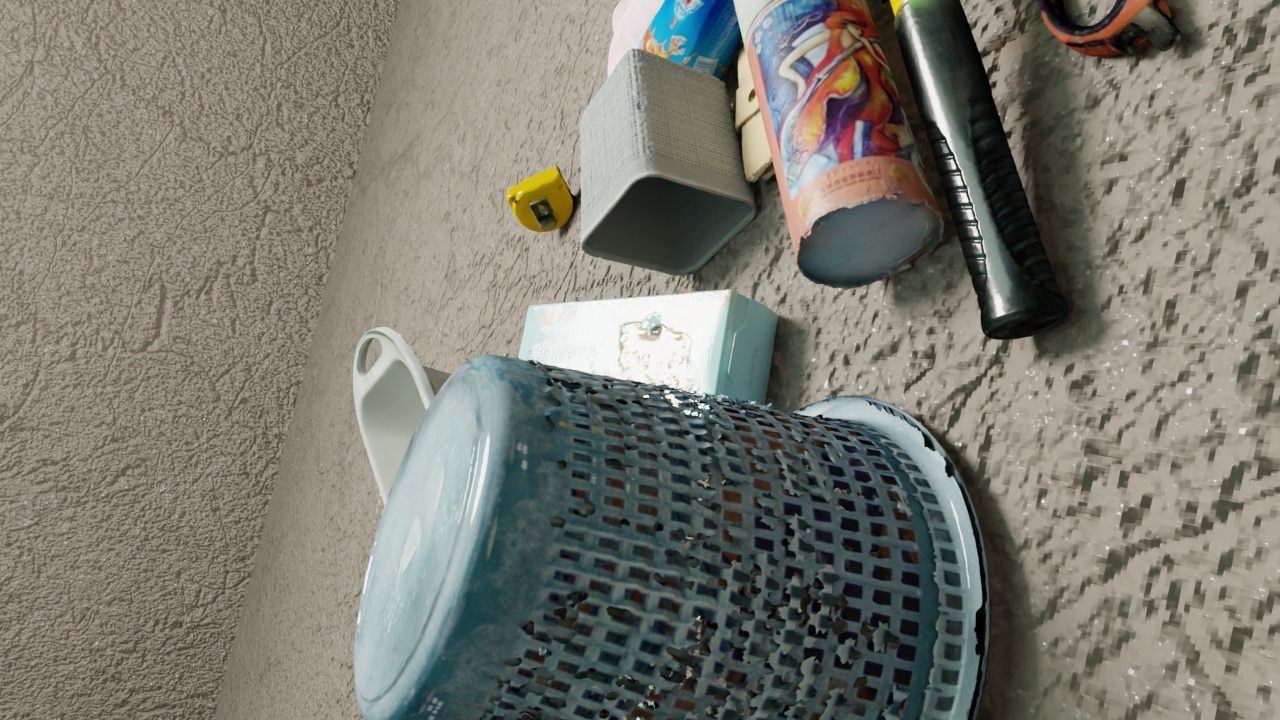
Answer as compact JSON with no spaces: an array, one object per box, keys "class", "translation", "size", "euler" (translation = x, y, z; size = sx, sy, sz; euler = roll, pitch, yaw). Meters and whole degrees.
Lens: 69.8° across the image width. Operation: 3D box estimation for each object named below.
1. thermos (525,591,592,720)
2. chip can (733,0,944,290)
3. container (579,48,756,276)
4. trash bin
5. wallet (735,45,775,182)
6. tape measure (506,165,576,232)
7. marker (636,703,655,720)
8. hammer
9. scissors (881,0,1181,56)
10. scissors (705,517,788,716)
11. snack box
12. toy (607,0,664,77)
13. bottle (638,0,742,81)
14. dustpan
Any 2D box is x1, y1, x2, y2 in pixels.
[{"class":"thermos","translation":[-0.047,0.134,0.617],"size":[0.090,0.068,0.242],"euler":[149,131,-62]},{"class":"chip can","translation":[0.093,-0.143,0.472],"size":[0.071,0.071,0.214],"euler":[-43,45,47]},{"class":"container","translation":[0.012,-0.133,0.610],"size":[0.090,0.090,0.114],"euler":[-41,46,48]},{"class":"trash bin","translation":[-0.006,0.095,0.395],"size":[0.227,0.195,0.226],"euler":[-48,31,41]},{"class":"wallet","translation":[0.090,-0.173,0.568],"size":[0.088,0.024,0.115],"euler":[-33,49,47]},{"class":"tape measure","translation":[-0.092,-0.149,0.872],"size":[0.060,0.057,0.028],"euler":[-22,42,8]},{"class":"marker","translation":[-0.012,0.237,0.556],"size":[0.146,0.017,0.017],"euler":[-55,33,35]},{"class":"hammer","translation":[0.125,-0.153,0.402],"size":[0.033,0.129,0.300],"euler":[-14,71,13]},{"class":"scissors","translation":[0.185,-0.202,0.400],"size":[0.190,0.015,0.226],"euler":[-51,35,40]},{"class":"scissors","translation":[0.052,0.164,0.473],"size":[0.181,0.014,0.159],"euler":[-66,27,14]},{"class":"snack box","translation":[-0.003,0.003,0.562],"size":[0.175,0.051,0.074],"euler":[-1,74,41]},{"class":"toy","translation":[0.009,-0.278,0.747],"size":[0.122,0.054,0.159],"euler":[-53,28,35]},{"class":"bottle","translation":[0.062,-0.260,0.579],"size":[0.219,0.065,0.065],"euler":[125,149,-54]},{"class":"dustpan","translation":[-0.234,0.106,0.926],"size":[0.223,0.142,0.257],"euler":[-35,45,53]}]
